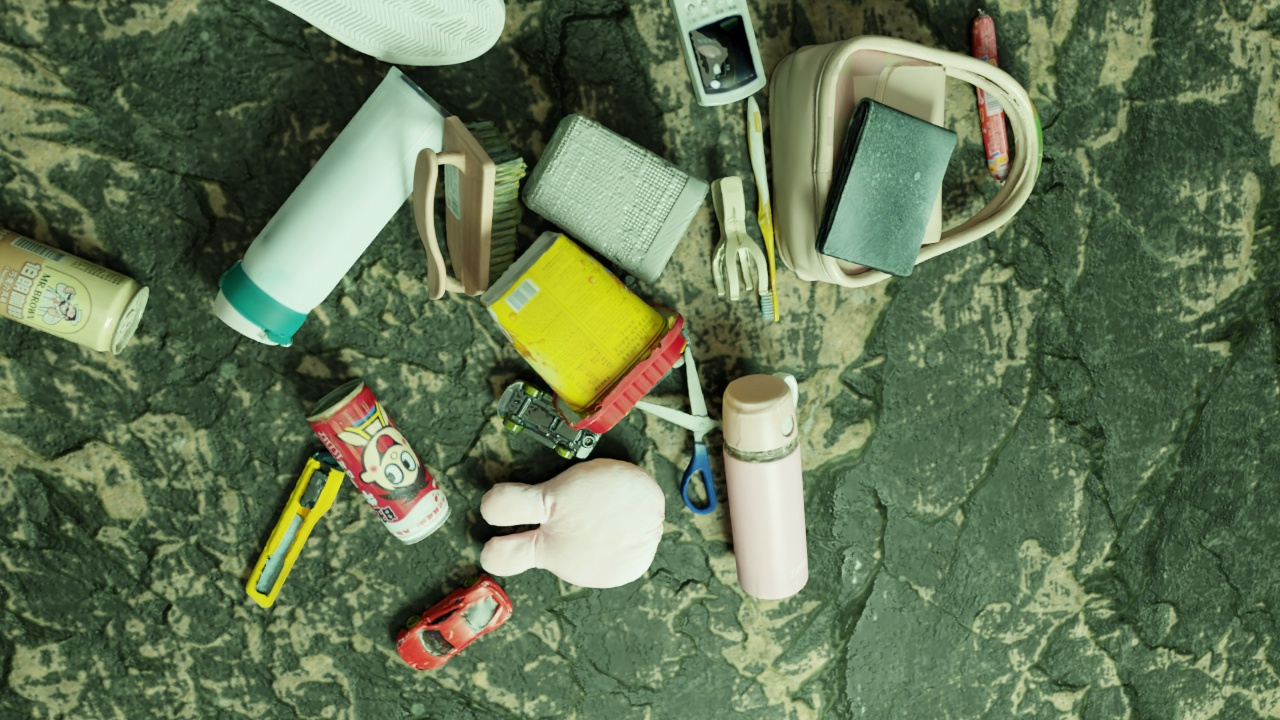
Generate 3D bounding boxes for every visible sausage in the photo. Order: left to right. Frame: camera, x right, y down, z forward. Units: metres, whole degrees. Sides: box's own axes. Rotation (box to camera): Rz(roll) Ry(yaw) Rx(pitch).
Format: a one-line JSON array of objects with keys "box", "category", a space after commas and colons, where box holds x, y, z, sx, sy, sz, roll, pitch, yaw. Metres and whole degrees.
[{"box": [0.302, -0.224, 0.791, 0.020, 0.020, 0.156, -18, 109, -8], "category": "sausage"}]

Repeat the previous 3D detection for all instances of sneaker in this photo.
[{"box": [-0.211, -0.282, 0.635, 0.242, 0.090, 0.090, 13, 132, -34], "category": "sneaker"}]

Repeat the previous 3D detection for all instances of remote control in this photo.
[{"box": [0.054, -0.278, 0.719, 0.058, 0.021, 0.150, -21, 108, -7], "category": "remote control"}]

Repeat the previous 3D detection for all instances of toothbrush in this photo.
[{"box": [0.101, -0.124, 0.775, 0.018, 0.016, 0.191, -9, 108, -1], "category": "toothbrush"}]

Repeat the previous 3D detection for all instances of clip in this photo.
[{"box": [0.082, -0.096, 0.751, 0.034, 0.084, 0.105, -10, 118, -10], "category": "clip"}]

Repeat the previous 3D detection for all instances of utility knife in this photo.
[{"box": [-0.284, 0.138, 0.758, 0.033, 0.015, 0.154, 27, 98, -15], "category": "utility knife"}]

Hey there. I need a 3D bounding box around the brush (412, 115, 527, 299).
[{"box": [-0.131, -0.104, 0.681, 0.072, 0.063, 0.146, -22, 148, -28], "category": "brush"}]

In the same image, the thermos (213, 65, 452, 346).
[{"box": [-0.228, -0.110, 0.679, 0.073, 0.073, 0.224, 39, 94, -19], "category": "thermos"}]

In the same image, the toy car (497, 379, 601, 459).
[{"box": [-0.077, 0.048, 0.770, 0.090, 0.035, 0.042, 29, 95, -18], "category": "toy car"}]

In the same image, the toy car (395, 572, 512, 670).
[{"box": [-0.164, 0.233, 0.804, 0.106, 0.031, 0.049, -33, 108, 0], "category": "toy car"}]

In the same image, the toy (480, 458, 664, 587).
[{"box": [-0.058, 0.141, 0.790, 0.159, 0.054, 0.121, 2, 106, -12], "category": "toy"}]

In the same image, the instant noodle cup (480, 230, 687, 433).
[{"box": [-0.048, -0.027, 0.687, 0.116, 0.116, 0.123, -46, 107, -3], "category": "instant noodle cup"}]

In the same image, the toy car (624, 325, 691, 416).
[{"box": [-0.005, 0.005, 0.777, 0.105, 0.031, 0.049, -42, 113, -1], "category": "toy car"}]

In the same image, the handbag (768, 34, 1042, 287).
[{"box": [0.227, -0.167, 0.760, 0.234, 0.093, 0.193, -7, 107, -16], "category": "handbag"}]

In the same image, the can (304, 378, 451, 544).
[{"box": [-0.209, 0.083, 0.740, 0.053, 0.053, 0.133, -31, 109, -3], "category": "can"}]

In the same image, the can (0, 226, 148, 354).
[{"box": [-0.421, -0.051, 0.653, 0.116, 0.058, 0.058, 24, 98, -18], "category": "can"}]

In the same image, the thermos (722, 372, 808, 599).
[{"box": [0.114, 0.106, 0.805, 0.087, 0.067, 0.199, -33, 124, -43], "category": "thermos"}]

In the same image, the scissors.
[{"box": [0.061, 0.065, 0.805, 0.162, 0.012, 0.175, -3, 114, -20], "category": "scissors"}]

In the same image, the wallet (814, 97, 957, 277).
[{"box": [0.190, -0.130, 0.706, 0.097, 0.019, 0.121, 11, 101, -29], "category": "wallet"}]

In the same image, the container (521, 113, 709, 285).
[{"box": [-0.024, -0.128, 0.707, 0.114, 0.090, 0.090, 28, 96, -16], "category": "container"}]
